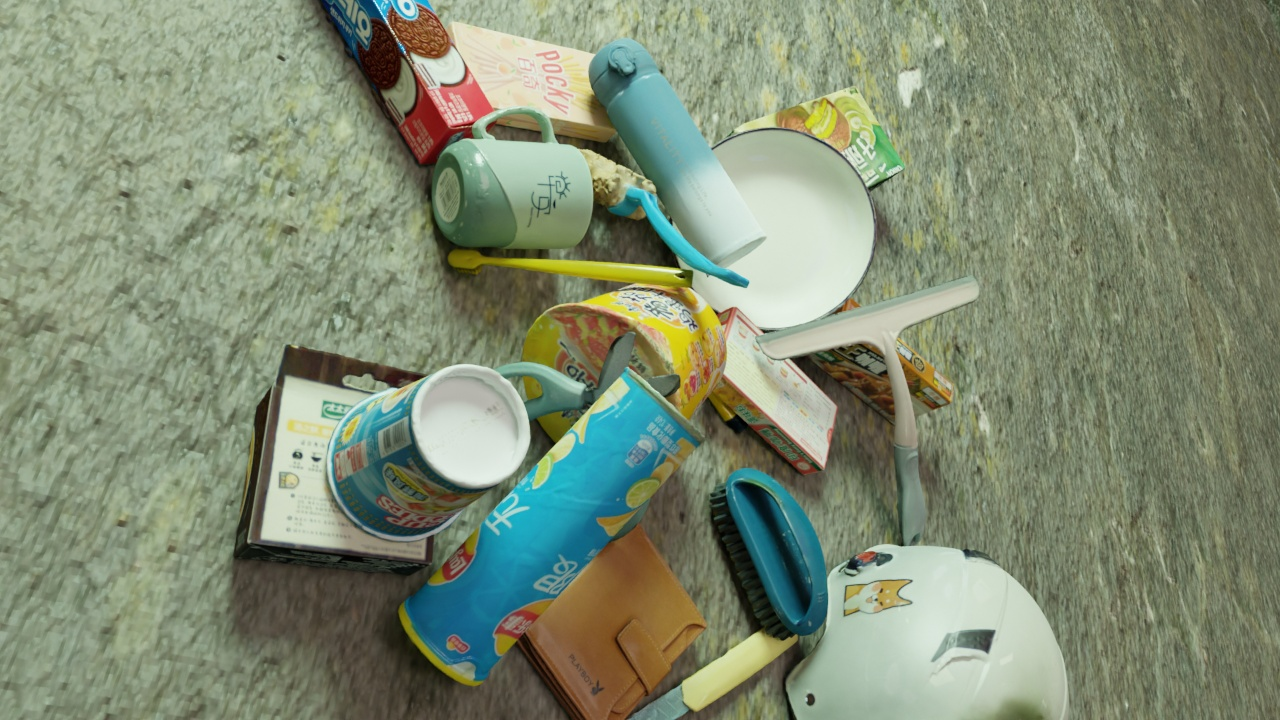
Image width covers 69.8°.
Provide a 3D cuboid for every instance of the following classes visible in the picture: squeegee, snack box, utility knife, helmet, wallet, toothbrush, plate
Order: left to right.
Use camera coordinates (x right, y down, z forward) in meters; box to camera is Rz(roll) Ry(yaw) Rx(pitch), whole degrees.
[{"bbox_3d":[-0.187,0.067,0.587,0.113,0.053,0.125,15,59,-31],"label":"snack box"},{"bbox_3d":[-0.198,-0.262,0.737,0.057,0.058,0.207,-29,87,-44],"label":"snack box"},{"bbox_3d":[-0.097,-0.248,0.825,0.157,0.026,0.084,-1,69,-37],"label":"snack box"},{"bbox_3d":[-0.054,-0.069,0.702,0.190,0.017,0.015,5,68,8],"label":"toothbrush"},{"bbox_3d":[-0.020,0.193,0.667,0.131,0.031,0.108,-35,89,-41],"label":"wallet"},{"bbox_3d":[0.051,-0.011,0.826,0.033,0.015,0.170,-31,90,-45],"label":"utility knife"},{"bbox_3d":[0.063,0.242,0.711,0.211,0.022,0.031,-15,77,-47],"label":"utility knife"},{"bbox_3d":[0.123,-0.121,0.866,0.192,0.039,0.192,0,86,1],"label":"plate"},{"bbox_3d":[0.119,0.029,0.836,0.156,0.027,0.076,42,48,-23],"label":"snack box"},{"bbox_3d":[0.181,-0.213,0.989,0.239,0.063,0.114,-29,88,-41],"label":"snack box"},{"bbox_3d":[0.232,0.004,0.914,0.153,0.075,0.026,36,51,-17],"label":"snack box"},{"bbox_3d":[0.243,0.068,0.859,0.247,0.040,0.250,-17,103,-21],"label":"squeegee"},{"bbox_3d":[0.262,0.262,0.758,0.273,0.157,0.230,-38,94,-41],"label":"helmet"}]

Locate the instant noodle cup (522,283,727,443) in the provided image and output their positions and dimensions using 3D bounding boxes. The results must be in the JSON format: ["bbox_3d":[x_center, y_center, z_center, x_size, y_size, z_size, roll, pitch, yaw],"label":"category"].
[{"bbox_3d":[-0.004,0.004,0.706,0.138,0.138,0.109,56,40,-1],"label":"instant noodle cup"}]

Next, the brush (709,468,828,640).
[{"bbox_3d":[0.112,0.153,0.751,0.055,0.074,0.143,-8,68,-43],"label":"brush"}]

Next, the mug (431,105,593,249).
[{"bbox_3d":[-0.103,-0.144,0.722,0.106,0.082,0.112,-4,100,-34],"label":"mug"}]

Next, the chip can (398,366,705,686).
[{"bbox_3d":[-0.055,0.103,0.581,0.071,0.071,0.210,44,88,-11],"label":"chip can"}]

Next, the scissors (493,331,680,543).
[{"bbox_3d":[-0.040,0.064,0.652,0.019,0.170,0.181,-58,130,-67],"label":"scissors"}]

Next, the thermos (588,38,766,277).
[{"bbox_3d":[0.029,-0.183,0.818,0.070,0.070,0.220,-28,84,-41],"label":"thermos"}]

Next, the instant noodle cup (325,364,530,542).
[{"bbox_3d":[-0.121,0.050,0.542,0.099,0.110,0.099,13,66,-31],"label":"instant noodle cup"}]

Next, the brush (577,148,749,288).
[{"bbox_3d":[0.010,-0.114,0.738,0.083,0.046,0.254,24,15,-39],"label":"brush"}]
